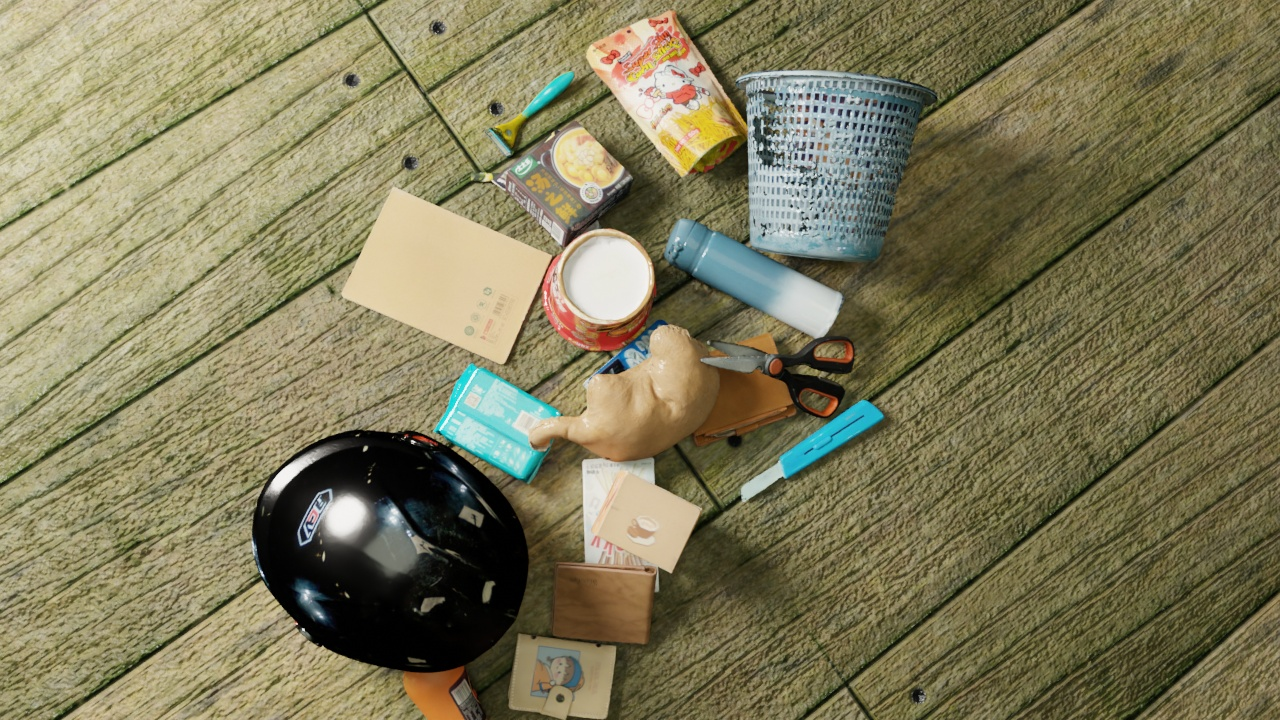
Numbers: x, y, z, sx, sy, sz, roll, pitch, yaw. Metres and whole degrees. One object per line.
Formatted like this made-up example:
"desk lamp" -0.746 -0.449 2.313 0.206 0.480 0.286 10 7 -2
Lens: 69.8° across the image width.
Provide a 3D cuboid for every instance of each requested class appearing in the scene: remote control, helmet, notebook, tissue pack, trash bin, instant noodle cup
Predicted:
"remote control" -0.007 0.006 1.096 0.125 0.024 0.049 -40 88 -7
"helmet" -0.248 0.196 0.944 0.274 0.230 0.233 36 78 -40
"notebook" -0.229 -0.101 1.094 0.207 0.008 0.147 23 81 -3
"tissue pack" -0.163 0.072 1.058 0.133 0.050 0.093 30 82 -2
"trash bin" 0.211 -0.217 1.061 0.226 0.226 0.195 6 99 -6
"instant noodle cup" -0.046 -0.086 1.061 0.138 0.109 0.138 1 83 -6

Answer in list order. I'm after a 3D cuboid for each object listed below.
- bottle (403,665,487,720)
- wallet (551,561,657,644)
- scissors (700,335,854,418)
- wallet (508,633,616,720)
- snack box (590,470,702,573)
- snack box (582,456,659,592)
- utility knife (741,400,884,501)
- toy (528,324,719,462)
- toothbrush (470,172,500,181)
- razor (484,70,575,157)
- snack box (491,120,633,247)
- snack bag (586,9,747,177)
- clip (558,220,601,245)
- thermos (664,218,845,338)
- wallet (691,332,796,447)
"bottle" -0.201 0.390 1.011 0.066 0.067 0.149 -31 94 -9
"wallet" -0.042 0.274 1.038 0.115 0.020 0.101 3 114 -3
"scissors" 0.165 -0.006 1.059 0.234 0.022 0.161 41 82 -35
"wallet" -0.090 0.362 1.044 0.115 0.024 0.087 9 77 -6
"snack box" 0.004 0.176 1.012 0.093 0.094 0.077 27 80 -3
"snack box" -0.024 0.192 1.070 0.084 0.027 0.156 -1 82 -6
"utility knife" 0.204 0.110 1.109 0.203 0.018 0.034 -32 88 -8
"toy" -0.012 0.058 1.030 0.226 0.082 0.143 -35 120 -4
"toothbrush" -0.113 -0.220 1.119 0.186 0.012 0.017 -1 94 -6
"razor" -0.129 -0.307 1.120 0.132 0.028 0.043 -45 113 -6
"snack box" -0.093 -0.215 1.086 0.125 0.053 0.113 45 70 5
"snack bag" 0.038 -0.330 1.130 0.128 0.073 0.208 -32 80 -8
"clip" -0.075 -0.157 1.114 0.056 0.026 0.024 -15 82 5
"thermos" 0.134 -0.101 1.105 0.220 0.070 0.070 27 81 -2
"wallet" 0.112 0.035 1.102 0.131 0.031 0.107 -19 83 -7
